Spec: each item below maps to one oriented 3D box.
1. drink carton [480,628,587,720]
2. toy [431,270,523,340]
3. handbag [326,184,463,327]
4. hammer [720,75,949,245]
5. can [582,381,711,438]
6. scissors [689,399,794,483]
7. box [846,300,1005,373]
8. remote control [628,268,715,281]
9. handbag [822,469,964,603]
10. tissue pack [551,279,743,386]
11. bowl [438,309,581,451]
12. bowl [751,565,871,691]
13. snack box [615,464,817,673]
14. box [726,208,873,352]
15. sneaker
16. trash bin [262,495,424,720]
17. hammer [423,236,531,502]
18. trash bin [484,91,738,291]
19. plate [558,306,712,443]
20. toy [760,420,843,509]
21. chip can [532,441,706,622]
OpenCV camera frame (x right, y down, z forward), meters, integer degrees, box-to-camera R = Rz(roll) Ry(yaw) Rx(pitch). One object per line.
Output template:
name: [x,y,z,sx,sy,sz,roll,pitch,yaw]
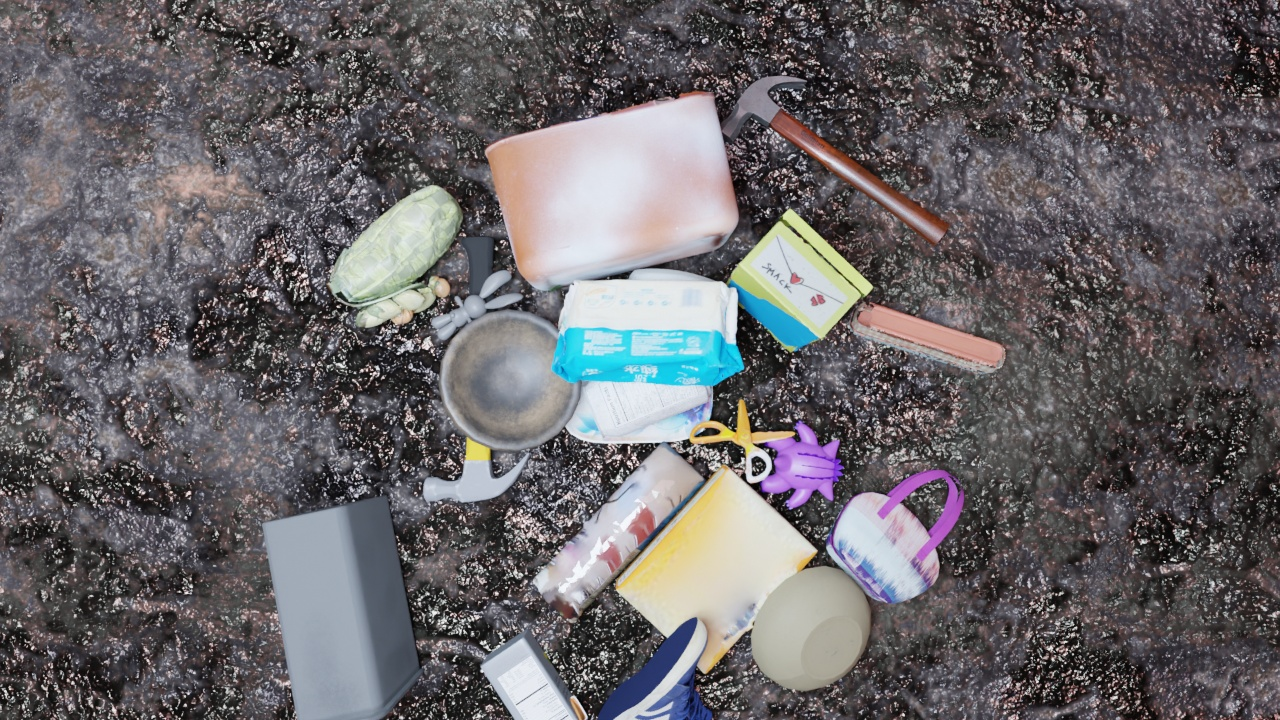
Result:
drink carton: [-0.127,0.392,1.087,0.076,0.048,0.125,-34,88,-1]
toy: [-0.197,-0.064,1.094,0.112,0.030,0.049,-32,72,3]
handbag: [-0.275,-0.113,1.081,0.186,0.113,0.117,-41,95,-2]
hammer: [0.248,-0.239,1.125,0.300,0.028,0.111,36,89,1]
can: [0.008,0.035,1.070,0.136,0.078,0.078,-22,88,-1]
scissors: [0.121,0.094,1.081,0.125,0.011,0.129,-6,47,-2]
box: [0.345,-0.027,1.105,0.187,0.057,0.060,17,119,2]
remote control: [0.039,-0.076,1.089,0.114,0.028,0.060,9,115,-4]
handbag: [0.314,0.198,1.093,0.170,0.068,0.144,-42,89,-8]
tissue pack: [0.011,-0.032,1.021,0.209,0.066,0.116,0,60,9]
bowl: [-0.153,0.026,1.064,0.162,0.070,0.162,2,82,-17]
bowl: [0.206,0.317,1.055,0.152,0.050,0.152,-7,108,-21]
snack box: [0.089,0.243,1.077,0.145,0.080,0.195,43,88,1]
box: [0.166,-0.081,1.024,0.124,0.221,0.082,43,90,4]
sneaker: [0.050,0.390,1.027,0.118,0.091,0.234,34,125,-3]
trash bin: [-0.327,0.273,1.024,0.097,0.192,0.219,-12,86,-1]
hammer: [-0.196,0.010,1.116,0.127,0.029,0.323,1,87,0]
trash bin: [-0.029,-0.183,1.049,0.260,0.181,0.157,-13,89,-1]
plate: [-0.007,0.006,1.120,0.187,0.016,0.187,-1,88,0]
toy: [0.194,0.126,1.094,0.088,0.056,0.106,8,84,0]
chip can: [-0.025,0.200,1.081,0.080,0.080,0.229,43,88,2]
